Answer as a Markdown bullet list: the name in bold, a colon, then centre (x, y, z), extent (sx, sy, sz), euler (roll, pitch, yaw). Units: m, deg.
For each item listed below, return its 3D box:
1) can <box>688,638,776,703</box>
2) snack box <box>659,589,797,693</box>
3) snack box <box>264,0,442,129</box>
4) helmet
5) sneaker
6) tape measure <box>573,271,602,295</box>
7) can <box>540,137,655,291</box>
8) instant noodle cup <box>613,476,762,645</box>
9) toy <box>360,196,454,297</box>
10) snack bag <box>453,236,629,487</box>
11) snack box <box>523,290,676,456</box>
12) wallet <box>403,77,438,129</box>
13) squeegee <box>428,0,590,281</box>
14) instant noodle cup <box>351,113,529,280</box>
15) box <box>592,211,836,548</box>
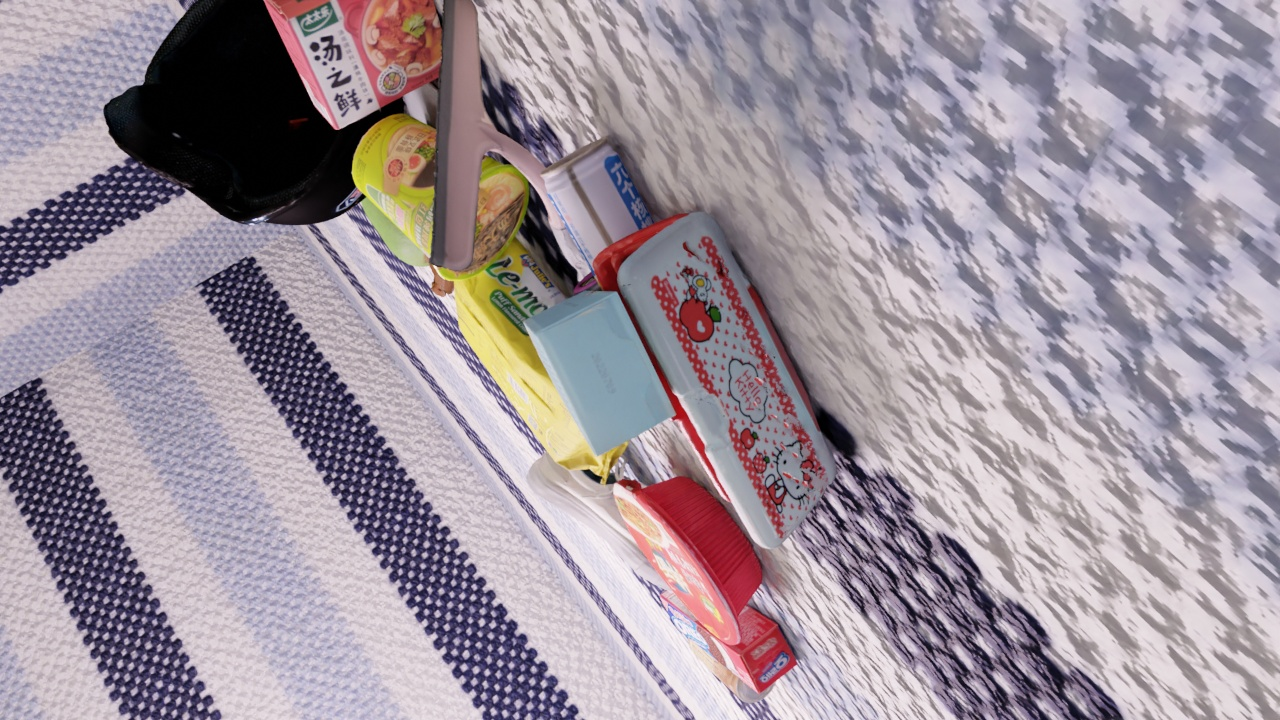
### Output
- **can**: centre (0.109, 0.355, 1.099), extent (0.116, 0.058, 0.058), euler (25, 146, 59)
- **snack box**: centre (0.095, 0.301, 1.041), extent (0.057, 0.058, 0.208), euler (62, 162, -15)
- **snack box**: centre (-0.217, -0.261, 0.709), extent (0.044, 0.113, 0.127), euler (47, 162, 31)
- **helmet**: centre (-0.337, -0.244, 0.875), extent (0.274, 0.234, 0.230), euler (54, -165, 18)
- **sneaker**: centre (-0.012, 0.172, 1.071), extent (0.242, 0.091, 0.089), euler (38, -165, -6)
- **tape measure**: centre (-0.019, -0.049, 0.670), extent (0.039, 0.058, 0.056), euler (54, -151, -16)
- **can**: centre (-0.012, -0.076, 0.608), extent (0.134, 0.053, 0.053), euler (60, 163, -18)
- **instant noodle cup**: centre (0.055, 0.184, 0.909), extent (0.194, 0.065, 0.194), euler (48, 163, 19)
- **toy**: centre (-0.274, -0.186, 1.058), extent (0.247, 0.090, 0.227), euler (62, 173, -12)
- **snack bag**: centre (-0.096, -0.002, 0.867), extent (0.246, 0.068, 0.158), euler (50, 157, 17)
- **snack box**: centre (-0.030, 0.001, 0.557), extent (0.074, 0.051, 0.175), euler (63, 174, -8)
- **wallet**: centre (-0.187, -0.220, 0.841), extent (0.106, 0.037, 0.130), euler (50, 163, 19)
- **squeegee**: centre (-0.066, -0.108, 0.672), extent (0.249, 0.040, 0.247), euler (52, -153, -55)
- **instant noodle cup**: centre (-0.178, -0.147, 0.784), extent (0.123, 0.111, 0.112), euler (36, 158, 18)
- **box**: centre (0.044, 0.016, 0.552), extent (0.201, 0.095, 0.098), euler (61, -153, -17)
